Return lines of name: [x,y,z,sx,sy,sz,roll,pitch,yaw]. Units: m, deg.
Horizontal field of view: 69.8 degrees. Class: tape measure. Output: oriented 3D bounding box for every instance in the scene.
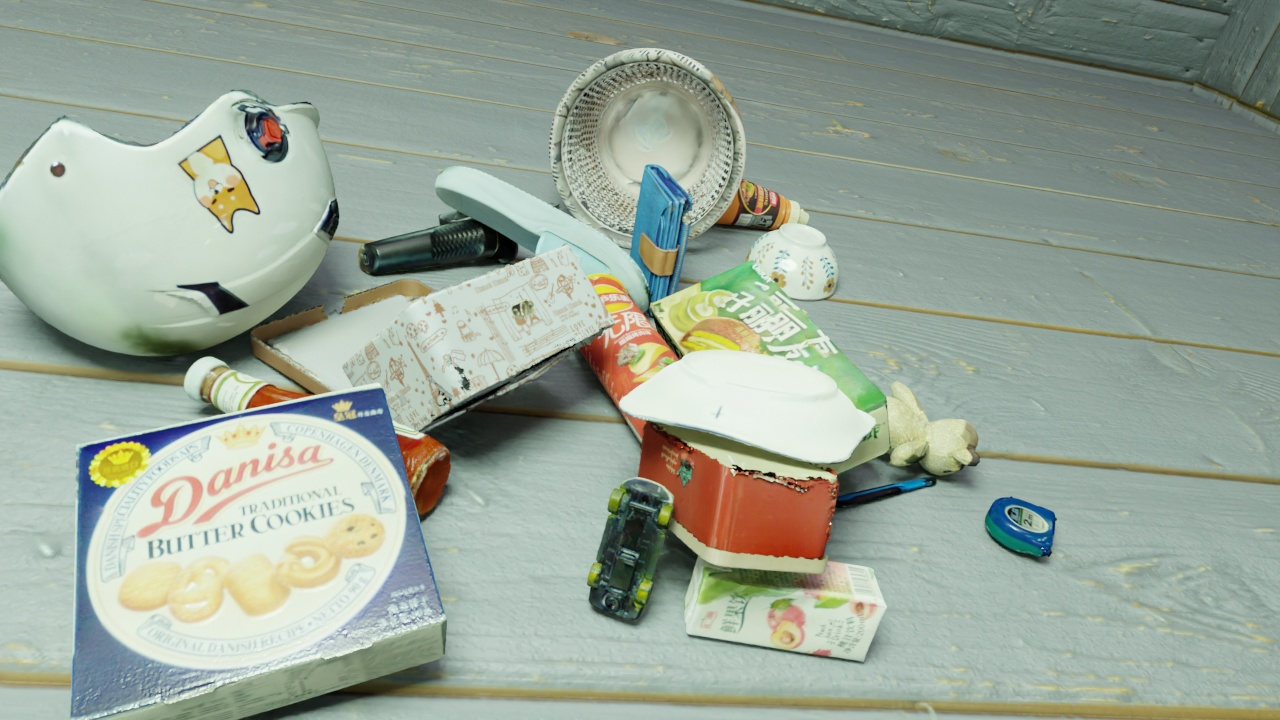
tape measure: [0.312,0.136,0.753,0.054,0.025,0.058,21,28,17]

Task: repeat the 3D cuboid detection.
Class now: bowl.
bowl: [0.185,-0.124,1.092,0.113,0.062,0.113,9,33,-6]

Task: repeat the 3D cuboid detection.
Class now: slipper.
slipper: [-0.098,-0.109,0.912,0.245,0.074,0.104,29,-10,-7]

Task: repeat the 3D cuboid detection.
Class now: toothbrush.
toothbrush: [0.178,0.114,0.755,0.189,0.016,0.014,-5,27,-32]

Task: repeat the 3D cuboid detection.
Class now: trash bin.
trash bin: [0.013,-0.266,1.135,0.227,0.228,0.191,13,19,0]

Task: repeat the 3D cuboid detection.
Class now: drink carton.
drink carton: [0.094,0.158,0.609,0.122,0.054,0.045,10,27,-4]

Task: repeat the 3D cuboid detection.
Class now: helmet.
helmet: [-0.351,-0.092,0.728,0.273,0.231,0.157,-28,92,-48]

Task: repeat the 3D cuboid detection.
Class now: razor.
razor: [-0.209,-0.119,0.955,0.167,0.062,0.068,-16,11,-31]

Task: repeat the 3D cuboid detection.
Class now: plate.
plate: [0.082,0.023,0.652,0.164,0.034,0.163,14,15,21]

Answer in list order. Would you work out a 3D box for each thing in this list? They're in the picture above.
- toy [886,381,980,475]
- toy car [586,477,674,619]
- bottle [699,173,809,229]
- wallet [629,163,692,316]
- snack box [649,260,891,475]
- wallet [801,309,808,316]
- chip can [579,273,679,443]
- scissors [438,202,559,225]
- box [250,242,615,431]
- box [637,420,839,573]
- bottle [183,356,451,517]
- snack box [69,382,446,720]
toy: [0.215,0.063,0.807,0.157,0.066,0.104,11,31,10]
toy car: [-0.005,0.120,0.600,0.042,0.090,0.035,16,4,9]
bottle: [0.155,-0.201,1.211,0.149,0.067,0.066,10,31,-19]
wallet: [0.016,-0.125,0.961,0.040,0.133,0.106,-2,34,-18]
snack box: [0.106,0.010,0.807,0.114,0.063,0.240,-24,40,-7]
wallet: [0.120,-0.059,1.000,0.115,0.024,0.087,24,32,20]
chip can: [-0.005,0.005,0.803,0.073,0.073,0.216,-4,35,-26]
scissors: [-0.167,-0.176,1.089,0.136,0.014,0.174,13,31,-3]
box: [-0.171,-0.014,0.753,0.274,0.126,0.178,1,19,39]
box: [0.062,0.079,0.629,0.091,0.079,0.168,8,5,-19]
bottle: [-0.235,0.049,0.656,0.206,0.060,0.059,22,32,14]
snack box: [-0.221,0.107,0.527,0.177,0.046,0.182,-12,50,-19]
